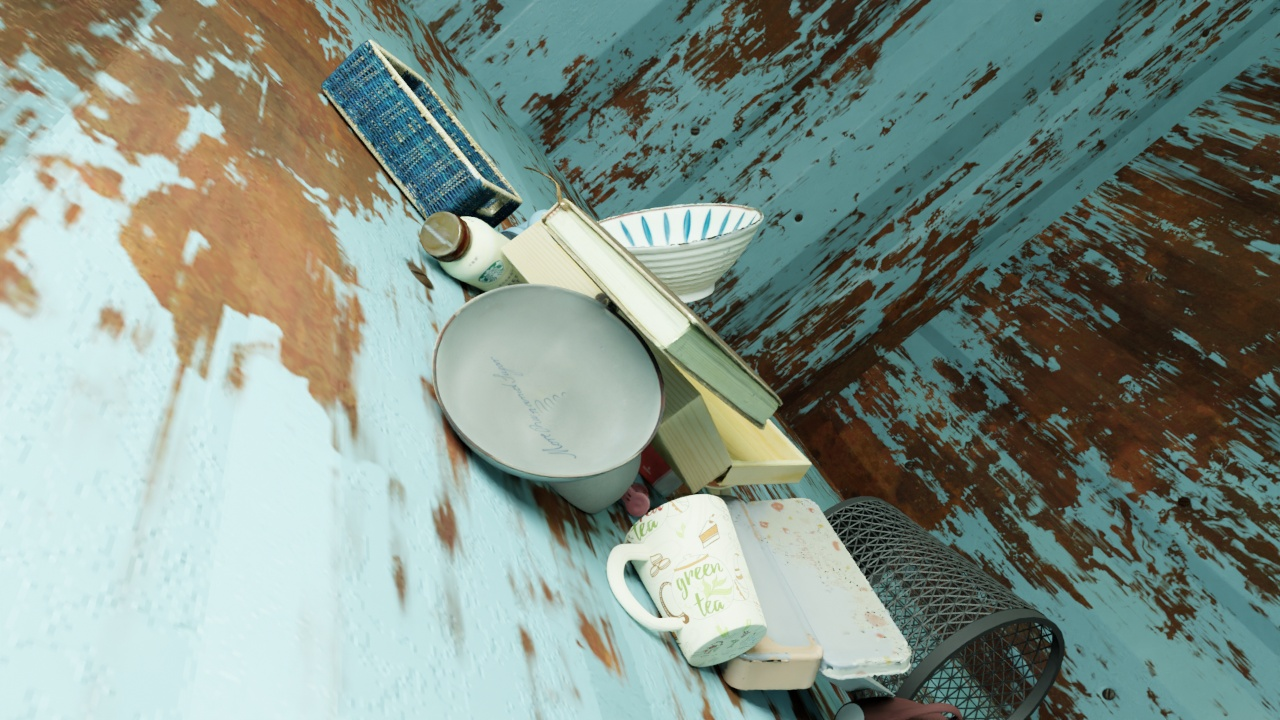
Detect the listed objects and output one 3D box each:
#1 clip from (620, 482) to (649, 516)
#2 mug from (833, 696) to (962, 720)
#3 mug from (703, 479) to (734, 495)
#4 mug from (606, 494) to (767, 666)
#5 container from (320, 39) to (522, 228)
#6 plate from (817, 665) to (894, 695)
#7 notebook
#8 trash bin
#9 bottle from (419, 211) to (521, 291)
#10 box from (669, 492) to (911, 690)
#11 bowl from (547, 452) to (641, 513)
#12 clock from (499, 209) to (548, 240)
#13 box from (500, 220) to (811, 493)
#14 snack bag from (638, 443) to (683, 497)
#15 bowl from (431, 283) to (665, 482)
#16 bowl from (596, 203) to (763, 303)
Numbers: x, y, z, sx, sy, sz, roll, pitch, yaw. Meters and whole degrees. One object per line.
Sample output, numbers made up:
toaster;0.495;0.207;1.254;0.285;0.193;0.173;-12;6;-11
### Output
clip;-0.015;0.103;0.771;0.058;0.022;0.035;47;12;-13
mug;0.217;0.317;0.775;0.088;0.114;0.087;32;31;-21
mug;0.083;0.114;1.104;0.104;0.085;0.111;-140;-145;-69
mug;0.028;0.154;0.635;0.121;0.081;0.097;13;39;-41
container;-0.220;-0.218;0.942;0.187;0.071;0.145;51;8;5
plate;0.142;0.252;0.808;0.173;0.019;0.173;32;-7;4
notebook;0.010;-0.043;0.692;0.190;0.034;0.215;47;5;29
trash bin;0.295;0.289;1.026;0.217;0.217;0.243;44;3;-38
bottle;-0.144;-0.094;0.841;0.056;0.056;0.162;53;8;17
box;0.113;0.182;0.759;0.148;0.043;0.216;9;23;-16
bowl;-0.047;0.045;0.696;0.132;0.064;0.131;49;8;-9
clock;-0.100;-0.106;0.949;0.125;0.051;0.089;-15;-72;54
box;0.012;0.010;0.836;0.260;0.097;0.247;22;22;-51
snack bag;-0.004;0.075;0.910;0.116;0.036;0.077;48;8;-17
bowl;-0.063;0.024;0.599;0.150;0.150;0.057;53;-36;18
bowl;0.030;-0.096;0.866;0.177;0.177;0.071;-108;-170;-70
